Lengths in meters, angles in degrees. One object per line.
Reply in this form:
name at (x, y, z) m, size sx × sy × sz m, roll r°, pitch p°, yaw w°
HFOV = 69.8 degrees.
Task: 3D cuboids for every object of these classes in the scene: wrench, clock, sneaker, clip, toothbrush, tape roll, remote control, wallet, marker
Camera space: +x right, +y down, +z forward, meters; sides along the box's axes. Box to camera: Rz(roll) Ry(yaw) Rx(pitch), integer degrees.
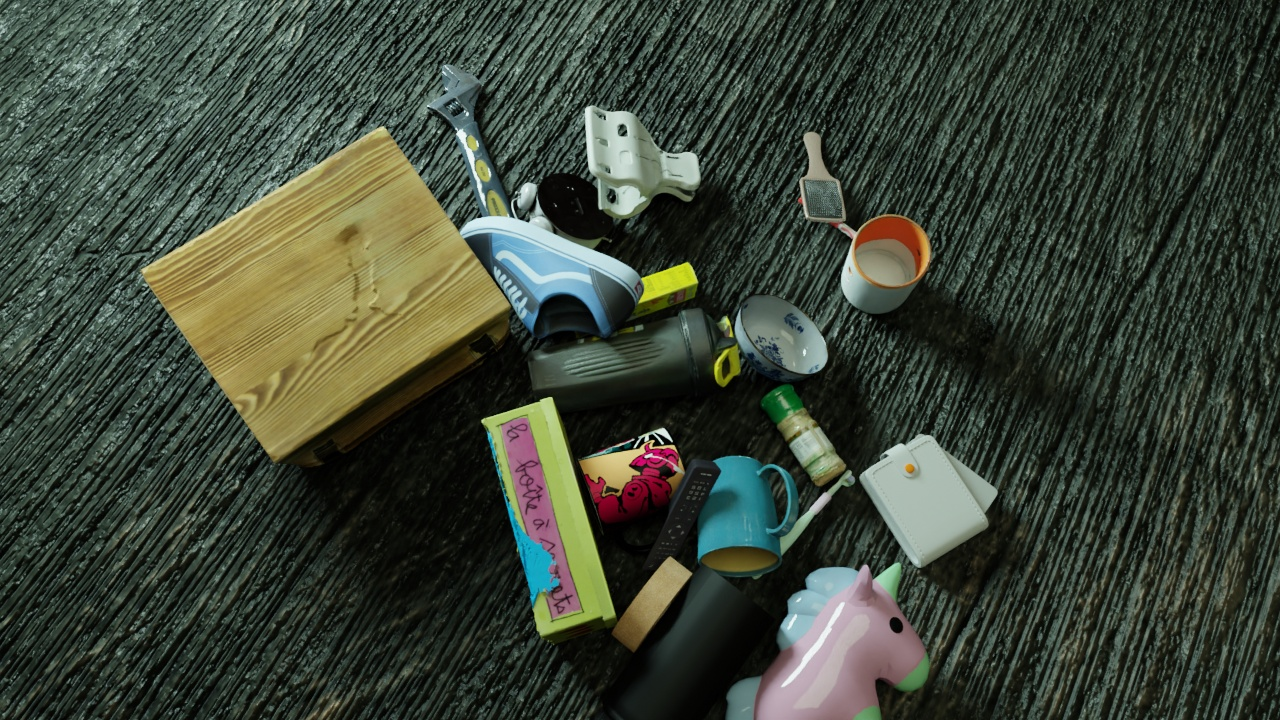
wrench at (-0.199, -0.249, 1.111) m, size 0.073 × 0.022 × 0.273 m, roll -17°, pitch 70°, yaw -15°
clock at (-0.090, -0.167, 1.048) m, size 0.122 × 0.035 × 0.094 m, roll -6°, pitch 63°, yaw -35°
sneaker at (-0.120, -0.083, 0.986) m, size 0.241 × 0.083 × 0.098 m, roll 20°, pitch 60°, yaw 27°
clip at (-0.007, -0.221, 1.081) m, size 0.152 × 0.102 × 0.126 m, roll 21°, pitch 48°, yaw -31°
toothbrush at (0.170, 0.172, 0.958) m, size 0.154 × 0.022 × 0.015 m, roll -42°, pitch 50°, yaw -14°
tape roll at (0.011, 0.236, 0.890) m, size 0.027 × 0.094 × 0.093 m, roll 36°, pitch 73°, yaw 12°
remote control at (0.038, 0.156, 0.914) m, size 0.032 × 0.137 × 0.015 m, roll 11°, pitch 28°, yaw -26°
wallet at (0.307, 0.137, 0.962) m, size 0.115 × 0.037 × 0.118 m, roll -28°, pitch 75°, yaw -11°
marker at (0.246, -0.152, 1.084) m, size 0.142 × 0.013 × 0.012 m, roll 39°, pitch 73°, yaw 13°

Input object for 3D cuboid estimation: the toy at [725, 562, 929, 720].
toy at (0.168, 0.292, 0.868) m, size 0.222 × 0.120 × 0.171 m, roll -19°, pitch 75°, yaw -3°

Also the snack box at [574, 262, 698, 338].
snack box at (-0.009, -0.067, 1.034) m, size 0.148 × 0.040 × 0.029 m, roll -20°, pitch 71°, yaw -8°

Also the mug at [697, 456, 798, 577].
mug at (0.109, 0.149, 0.919) m, size 0.084 × 0.112 × 0.104 m, roll 29°, pitch 46°, yaw -36°

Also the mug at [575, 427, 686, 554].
mug at (0.000, 0.140, 0.941) m, size 0.098 × 0.082 × 0.118 m, roll -20°, pitch 98°, yaw -8°

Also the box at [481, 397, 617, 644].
box at (-0.085, 0.162, 0.904) m, size 0.079 × 0.124 × 0.220 m, roll -19°, pitch 69°, yaw -5°

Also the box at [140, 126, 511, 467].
box at (-0.307, -0.050, 0.976) m, size 0.278 × 0.192 × 0.251 m, roll -35°, pitch 88°, yaw -13°

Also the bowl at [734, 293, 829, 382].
bowl at (0.146, -0.016, 1.003) m, size 0.114 × 0.045 × 0.114 m, roll 20°, pitch 44°, yaw -20°

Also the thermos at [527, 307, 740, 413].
thermos at (-0.006, 0.006, 0.982) m, size 0.221 × 0.098 × 0.098 m, roll -11°, pitch 69°, yaw 0°

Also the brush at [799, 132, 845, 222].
brush at (0.215, -0.224, 1.101) m, size 0.050 × 0.015 × 0.135 m, roll 1°, pitch 62°, yaw -8°

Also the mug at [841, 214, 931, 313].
mug at (0.268, -0.103, 1.010) m, size 0.082 × 0.105 × 0.082 m, roll -1°, pitch 77°, yaw 6°

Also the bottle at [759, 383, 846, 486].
bottle at (0.174, 0.079, 0.980) m, size 0.043 × 0.043 × 0.111 m, roll -29°, pitch 73°, yaw -11°

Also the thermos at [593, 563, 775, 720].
thermos at (0.034, 0.298, 0.863) m, size 0.086 × 0.086 × 0.198 m, roll 36°, pitch 81°, yaw 12°
